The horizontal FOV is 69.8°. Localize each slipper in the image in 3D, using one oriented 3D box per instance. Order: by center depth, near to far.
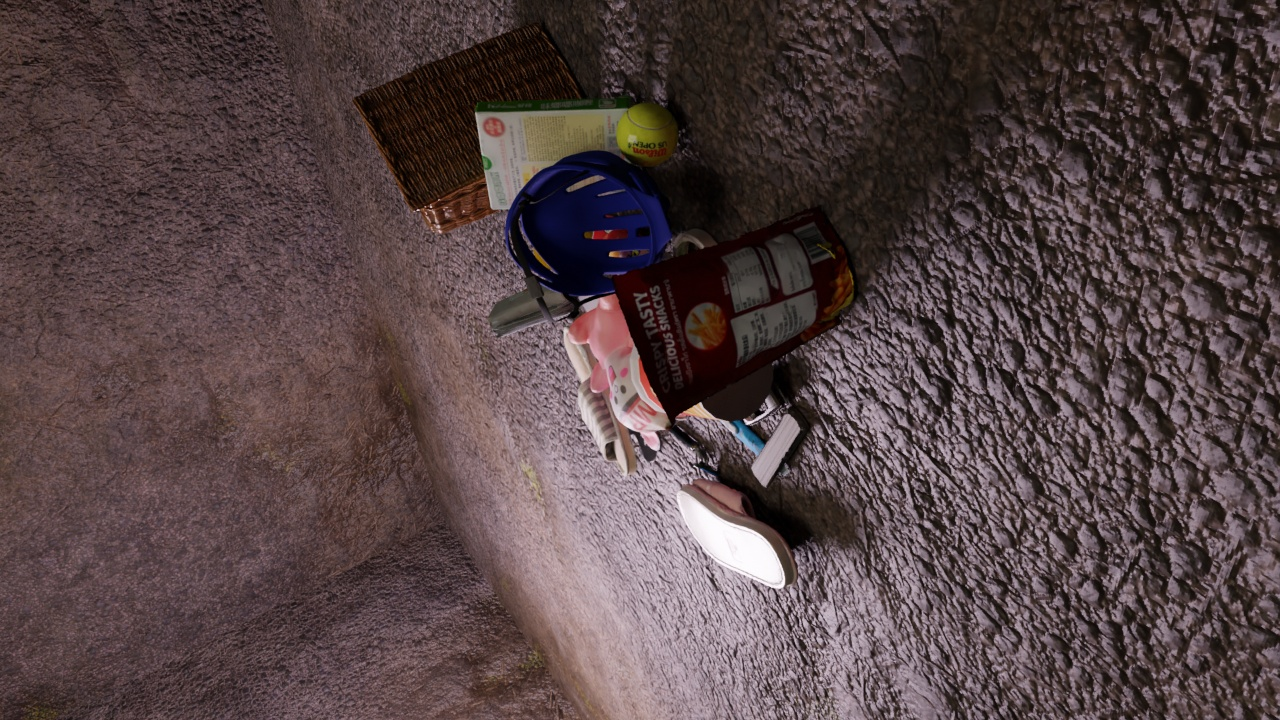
[{"bbox_3d":[0.128,0.220,1.192,0.275,0.054,0.114,18,130,64],"label":"slipper"},{"bbox_3d":[-0.072,0.060,1.427,0.115,0.054,0.272,86,161,-58],"label":"slipper"}]

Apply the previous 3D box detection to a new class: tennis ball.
[{"bbox_3d":[0.007,-0.235,0.957,0.065,0.065,0.065,48,153,35],"label":"tennis ball"}]

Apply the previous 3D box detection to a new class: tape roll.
[{"bbox_3d":[0.069,-0.101,1.029,0.094,0.018,0.094,48,153,34],"label":"tape roll"}]

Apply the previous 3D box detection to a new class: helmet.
[{"bbox_3d":[-0.080,-0.124,0.959,0.242,0.227,0.148,-1,120,41],"label":"helmet"}]

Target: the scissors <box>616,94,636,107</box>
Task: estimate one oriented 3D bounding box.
[{"bbox_3d":[-0.028,-0.254,1.088,0.093,0.032,0.175,62,154,-3],"label":"scissors"}]

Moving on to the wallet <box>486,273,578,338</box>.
[{"bbox_3d":[-0.161,-0.082,1.372,0.100,0.132,0.054,-82,-33,-73],"label":"wallet"}]

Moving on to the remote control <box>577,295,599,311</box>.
[{"bbox_3d":[-0.050,-0.069,1.320,0.151,0.019,0.074,57,157,15],"label":"remote control"}]

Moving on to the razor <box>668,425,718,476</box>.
[{"bbox_3d":[0.059,0.110,1.273,0.042,0.022,0.144,30,-170,-43],"label":"razor"}]

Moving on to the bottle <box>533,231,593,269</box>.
[{"bbox_3d":[-0.082,-0.151,1.241,0.164,0.071,0.071,19,131,60],"label":"bottle"}]

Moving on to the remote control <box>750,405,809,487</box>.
[{"bbox_3d":[0.157,0.100,1.041,0.033,0.013,0.137,53,150,24],"label":"remote control"}]

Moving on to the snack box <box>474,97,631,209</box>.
[{"bbox_3d":[-0.093,-0.232,1.038,0.132,0.168,0.027,89,180,-48],"label":"snack box"}]

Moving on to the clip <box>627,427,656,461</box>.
[{"bbox_3d":[0.005,0.087,1.354,0.115,0.028,0.163,48,154,38],"label":"clip"}]

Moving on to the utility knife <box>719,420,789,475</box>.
[{"bbox_3d":[0.120,0.083,1.118,0.185,0.015,0.031,42,149,39],"label":"utility knife"}]

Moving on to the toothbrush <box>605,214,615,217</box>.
[{"bbox_3d":[-0.081,-0.196,1.256,0.190,0.016,0.016,22,133,58],"label":"toothbrush"}]

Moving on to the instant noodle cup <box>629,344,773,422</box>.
[{"bbox_3d":[0.071,0.009,0.993,0.121,0.123,0.123,18,130,63],"label":"instant noodle cup"}]

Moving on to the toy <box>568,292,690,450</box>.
[{"bbox_3d":[-0.007,0.007,1.214,0.142,0.084,0.213,-47,67,43],"label":"toy"}]

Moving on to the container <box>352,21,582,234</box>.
[{"bbox_3d":[-0.205,-0.278,1.172,0.162,0.249,0.183,61,167,7],"label":"container"}]

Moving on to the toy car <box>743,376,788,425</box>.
[{"bbox_3d":[0.131,0.046,1.022,0.040,0.037,0.092,61,157,7],"label":"toy car"}]

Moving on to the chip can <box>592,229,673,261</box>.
[{"bbox_3d":[0.005,-0.114,1.071,0.214,0.051,0.052,44,152,56],"label":"chip can"}]

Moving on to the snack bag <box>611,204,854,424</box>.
[{"bbox_3d":[0.088,-0.045,0.798,0.067,0.207,0.139,23,135,59],"label":"snack bag"}]
